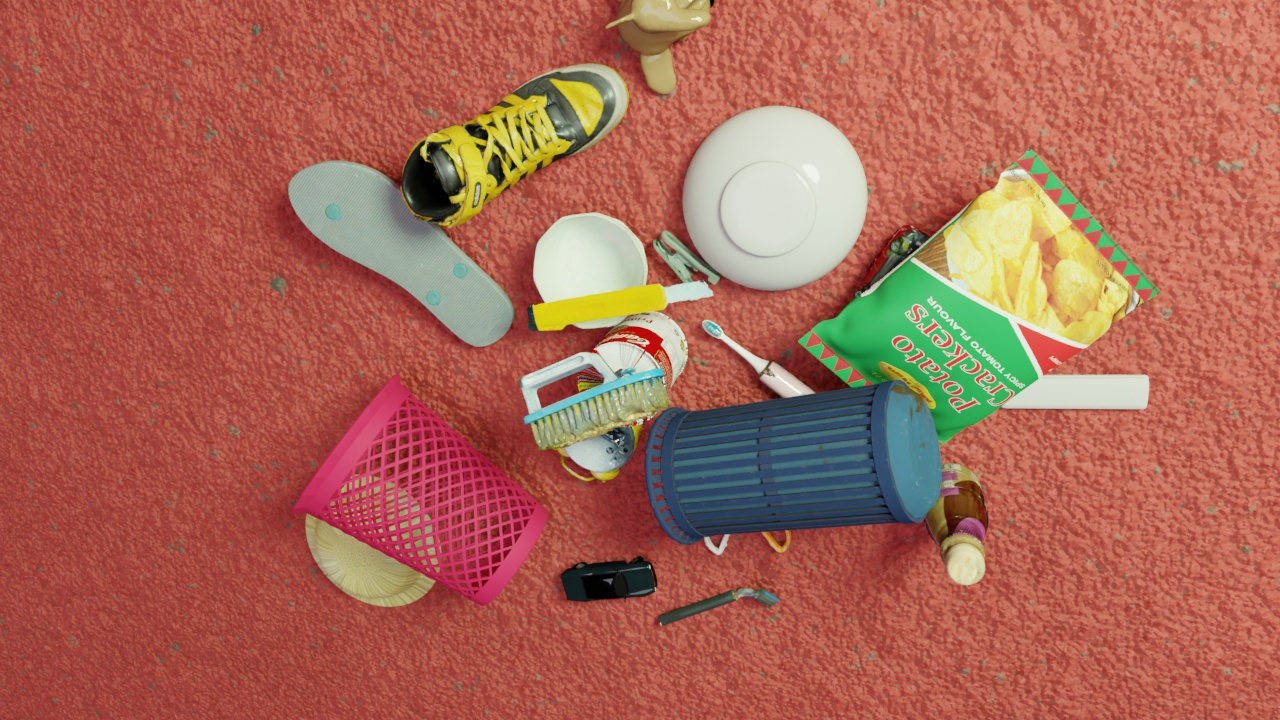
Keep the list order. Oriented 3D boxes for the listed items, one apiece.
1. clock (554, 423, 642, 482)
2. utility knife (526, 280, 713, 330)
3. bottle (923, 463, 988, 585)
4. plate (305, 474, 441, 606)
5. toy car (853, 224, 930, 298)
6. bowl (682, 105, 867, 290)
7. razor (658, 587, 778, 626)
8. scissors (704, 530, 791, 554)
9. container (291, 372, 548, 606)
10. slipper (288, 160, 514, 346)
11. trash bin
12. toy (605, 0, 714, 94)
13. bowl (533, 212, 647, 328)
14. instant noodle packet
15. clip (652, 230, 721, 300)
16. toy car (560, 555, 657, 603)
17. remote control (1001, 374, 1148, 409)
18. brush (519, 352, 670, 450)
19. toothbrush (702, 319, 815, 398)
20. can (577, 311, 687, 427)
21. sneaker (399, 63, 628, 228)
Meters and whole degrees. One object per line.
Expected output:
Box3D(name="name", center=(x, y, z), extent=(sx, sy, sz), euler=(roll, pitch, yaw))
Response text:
Box3D(name="clock", center=(-0.047, 0.083, 0.989), extent=(0.083, 0.057, 0.119), euler=(34, 113, 0))
Box3D(name="utility knife", center=(-0.023, -0.053, 0.891), extent=(0.191, 0.017, 0.030), euler=(-7, 112, 20))
Box3D(name="bottle", center=(0.299, 0.155, 0.867), extent=(0.060, 0.165, 0.060), euler=(4, 109, 12))
Box3D(name="plate", center=(-0.338, 0.232, 1.126), extent=(0.184, 0.036, 0.184), euler=(5, 110, 13))
Box3D(name="toy car", center=(0.237, -0.085, 0.867), extent=(0.042, 0.036, 0.091), euler=(19, 114, -25))
Box3D(name="bowl", center=(0.122, -0.146, 0.862), extent=(0.177, 0.066, 0.177), euler=(5, 110, 13))
Box3D(name="razor", center=(0.084, 0.278, 1.046), extent=(0.144, 0.022, 0.043), euler=(-20, 142, 24))
Box3D(name="scissors", center=(0.108, 0.167, 1.004), extent=(0.128, 0.011, 0.125), euler=(-39, 91, 22))
Box3D(name="container", center=(-0.229, 0.154, 1.008), extent=(0.225, 0.182, 0.184), euler=(37, 113, -8))
Box3D(name="slipper", center=(-0.243, -0.123, 0.980), extent=(0.268, 0.054, 0.098), euler=(38, 111, -13))
Box3D(name="trash bin", center=(0.145, 0.097, 0.871), extent=(0.250, 0.139, 0.139), euler=(-11, 106, 32))
Box3D(name="toy", center=(0.017, -0.311, 0.816), extent=(0.106, 0.108, 0.134), euler=(-22, 102, 3))
Box3D(name="bowl", center=(-0.044, -0.095, 0.925), extent=(0.117, 0.061, 0.117), euler=(4, 109, 13))
Box3D(name="instant noodle packet", center=(0.303, -0.039, 0.830), extent=(0.195, 0.090, 0.253), euler=(38, 117, -21))
Box3D(name="clip", center=(0.040, -0.092, 0.926), extent=(0.078, 0.023, 0.051), euler=(31, 112, 0))
Box3D(name="toy car", center=(-0.037, 0.255, 1.059), extent=(0.112, 0.034, 0.046), euler=(-9, 106, 17))
Box3D(name="remote control", center=(0.414, 0.031, 0.878), extent=(0.131, 0.012, 0.033), euler=(0, 108, 14))
Box3D(name="brush", center=(-0.041, 0.029, 0.845), extent=(0.136, 0.055, 0.075), euler=(-22, 80, 20))
Box3D(name="toothbrush", center=(0.152, 0.029, 0.937), extent=(0.222, 0.026, 0.027), euler=(38, 90, -1))
Box3D(name="can", center=(-0.006, 0.006, 0.920), extent=(0.087, 0.116, 0.087), euler=(4, 109, 13))
Box3D(name="sneaker", center=(-0.129, -0.206, 0.876), extent=(0.239, 0.121, 0.086), euler=(-27, 102, 22))
